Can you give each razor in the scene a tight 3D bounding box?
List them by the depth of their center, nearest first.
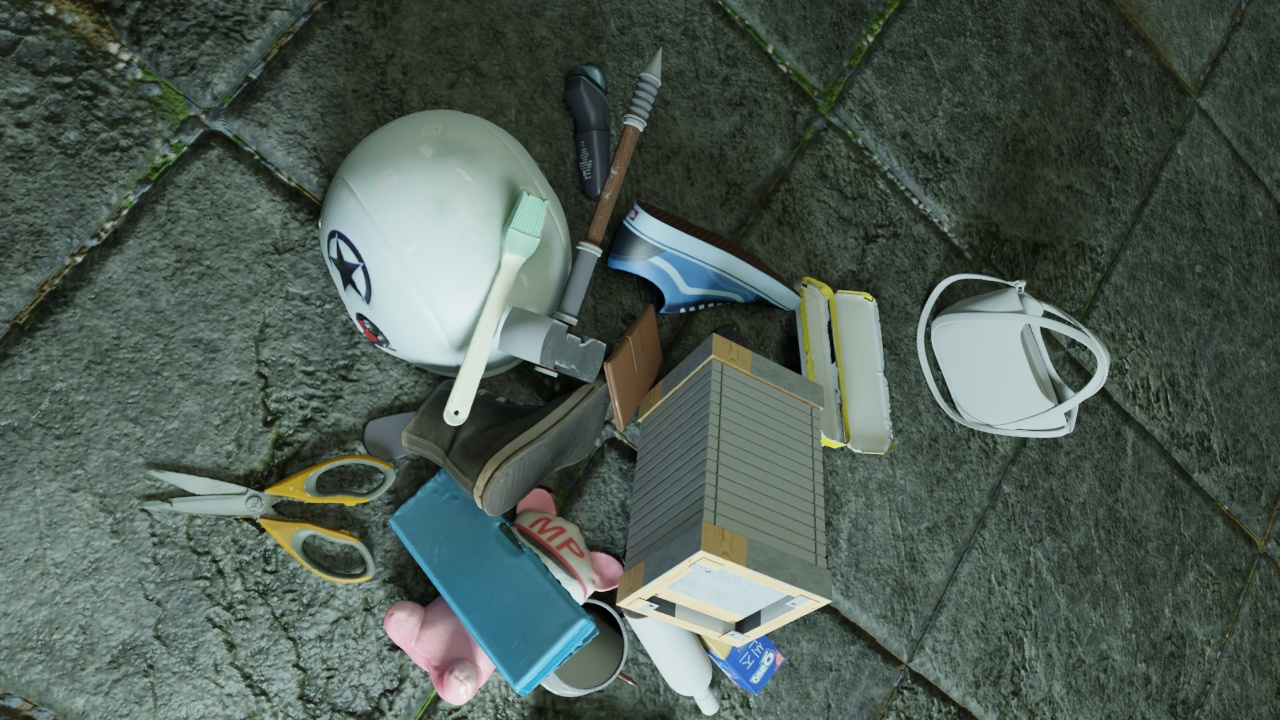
[{"bbox_3d":[-0.055,-0.249,0.999,0.052,0.047,0.143,-4,91,-49],"label":"razor"}]

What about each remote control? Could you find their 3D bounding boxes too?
[{"bbox_3d":[-0.216,0.068,0.921,0.124,0.009,0.046,-15,92,-24],"label":"remote control"},{"bbox_3d":[0.120,0.024,1.069,0.032,0.015,0.136,-21,93,-24],"label":"remote control"}]

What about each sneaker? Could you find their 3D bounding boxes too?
[{"bbox_3d":[-0.119,0.058,0.915,0.120,0.095,0.234,29,39,21],"label":"sneaker"},{"bbox_3d":[0.068,-0.091,1.036,0.241,0.083,0.098,21,113,-28],"label":"sneaker"}]

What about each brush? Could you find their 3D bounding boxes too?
[{"bbox_3d":[-0.130,-0.044,0.810,0.033,0.012,0.218,18,96,-35],"label":"brush"}]

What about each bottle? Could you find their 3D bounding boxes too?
[{"bbox_3d":[0.041,0.312,0.970,0.052,0.052,0.195,-41,125,-21],"label":"bottle"}]

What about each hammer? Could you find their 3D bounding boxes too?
[{"bbox_3d":[-0.035,-0.140,0.855,0.043,0.156,0.322,19,88,21],"label":"hammer"}]

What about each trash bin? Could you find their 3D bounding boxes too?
[{"bbox_3d":[0.085,0.130,0.921,0.142,0.143,0.246,25,48,-20],"label":"trash bin"}]

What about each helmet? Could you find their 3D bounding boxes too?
[{"bbox_3d":[-0.168,-0.111,0.872,0.236,0.164,0.264,-32,100,-21],"label":"helmet"}]

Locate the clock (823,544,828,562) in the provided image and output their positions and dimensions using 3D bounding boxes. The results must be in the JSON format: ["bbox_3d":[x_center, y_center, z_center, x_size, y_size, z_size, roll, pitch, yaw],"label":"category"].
[{"bbox_3d":[0.140,0.216,1.037,0.154,0.065,0.114,12,82,-24],"label":"clock"}]

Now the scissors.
[{"bbox_3d":[-0.342,0.148,0.855,0.225,0.016,0.162,-2,89,-21],"label":"scissors"}]

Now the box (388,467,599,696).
[{"bbox_3d":[-0.139,0.196,0.848,0.093,0.231,0.048,-45,146,-8],"label":"box"}]

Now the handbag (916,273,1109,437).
[{"bbox_3d":[0.454,-0.007,1.106,0.095,0.223,0.216,-27,97,-24],"label":"handbag"}]

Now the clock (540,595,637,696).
[{"bbox_3d":[-0.076,0.291,0.940,0.147,0.056,0.103,9,73,-23],"label":"clock"}]

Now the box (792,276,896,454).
[{"bbox_3d":[0.239,0.005,1.084,0.129,0.039,0.209,11,64,-27],"label":"box"}]

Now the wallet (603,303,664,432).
[{"bbox_3d":[-0.006,0.006,0.969,0.120,0.013,0.087,-56,143,-48],"label":"wallet"}]

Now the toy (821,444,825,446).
[{"bbox_3d":[0.197,0.071,1.081,0.093,0.050,0.102,4,88,-30],"label":"toy"}]

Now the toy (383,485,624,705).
[{"bbox_3d":[-0.131,0.228,0.895,0.142,0.084,0.212,35,63,29],"label":"toy"}]

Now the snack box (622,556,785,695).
[{"bbox_3d":[0.072,0.275,1.007,0.056,0.057,0.207,-46,104,-20],"label":"snack box"}]
